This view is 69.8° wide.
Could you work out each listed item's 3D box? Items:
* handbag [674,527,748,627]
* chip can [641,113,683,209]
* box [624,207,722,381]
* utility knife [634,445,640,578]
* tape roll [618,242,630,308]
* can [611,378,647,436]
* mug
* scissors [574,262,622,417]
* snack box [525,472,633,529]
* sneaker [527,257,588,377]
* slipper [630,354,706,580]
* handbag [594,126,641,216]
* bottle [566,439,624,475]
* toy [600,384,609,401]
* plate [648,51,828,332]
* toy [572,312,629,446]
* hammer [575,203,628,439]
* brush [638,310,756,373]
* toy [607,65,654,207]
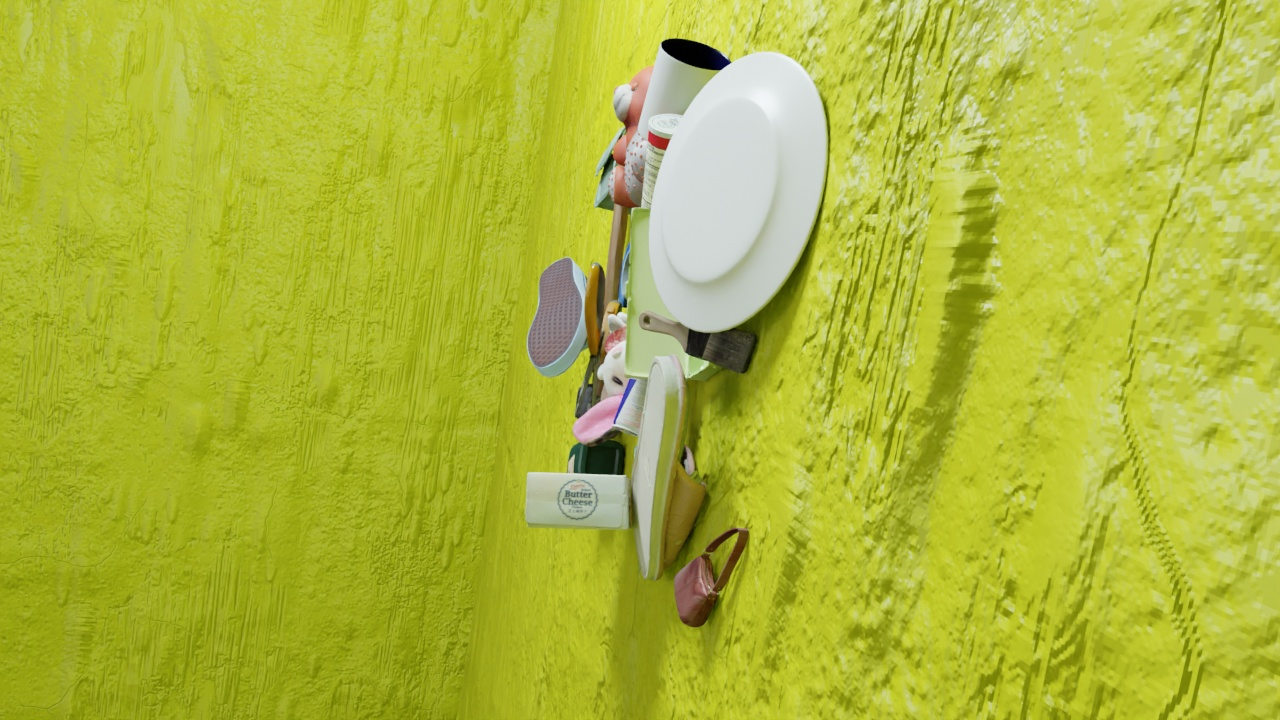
[{"bbox_3d":[0.064,0.177,0.787,0.055,0.029,0.120,-98,26,-43],"label":"handbag"},{"bbox_3d":[0.025,-0.156,1.000,0.051,0.052,0.215,-99,12,-52],"label":"chip can"},{"bbox_3d":[0.046,-0.072,0.921,0.066,0.128,0.187,29,-122,-55],"label":"box"},{"bbox_3d":[-0.001,0.174,1.072,0.022,0.015,0.161,96,176,-66],"label":"utility knife"},{"bbox_3d":[-0.011,-0.119,1.272,0.091,0.016,0.093,153,124,-74],"label":"tape roll"},{"bbox_3d":[0.002,0.029,0.933,0.032,0.032,0.095,158,134,-75],"label":"can"},{"bbox_3d":[0.056,-0.274,0.980,0.112,0.078,0.097,49,137,34],"label":"mug"},{"bbox_3d":[-0.050,-0.026,1.121,0.229,0.016,0.226,-66,-18,-62],"label":"scissors"},{"bbox_3d":[-0.061,0.159,1.024,0.208,0.104,0.057,80,-169,-80],"label":"snack box"},{"bbox_3d":[-0.083,-0.039,1.177,0.098,0.083,0.240,55,-163,-29],"label":"sneaker"},{"bbox_3d":[0.028,0.111,0.891,0.114,0.054,0.275,-104,16,-48],"label":"slipper"},{"bbox_3d":[-0.025,-0.270,1.310,0.122,0.067,0.106,163,116,-76],"label":"handbag"},{"bbox_3d":[-0.067,0.144,1.262,0.131,0.061,0.061,143,136,-72],"label":"bottle"},{"bbox_3d":[-0.024,0.039,1.179,0.110,0.047,0.063,115,150,-43],"label":"toy"},{"bbox_3d":[0.069,-0.144,0.788,0.243,0.016,0.242,-21,64,54],"label":"plate"},{"bbox_3d":[-0.006,0.006,1.036,0.159,0.084,0.194,-35,27,16],"label":"toy"},{"bbox_3d":[-0.044,-0.053,1.258,0.098,0.052,0.328,-136,51,-72],"label":"hammer"},{"bbox_3d":[0.049,-0.023,0.841,0.151,0.012,0.039,22,110,46],"label":"brush"},{"bbox_3d":[0.007,-0.283,1.128,0.164,0.093,0.172,152,126,-76],"label":"toy"}]
